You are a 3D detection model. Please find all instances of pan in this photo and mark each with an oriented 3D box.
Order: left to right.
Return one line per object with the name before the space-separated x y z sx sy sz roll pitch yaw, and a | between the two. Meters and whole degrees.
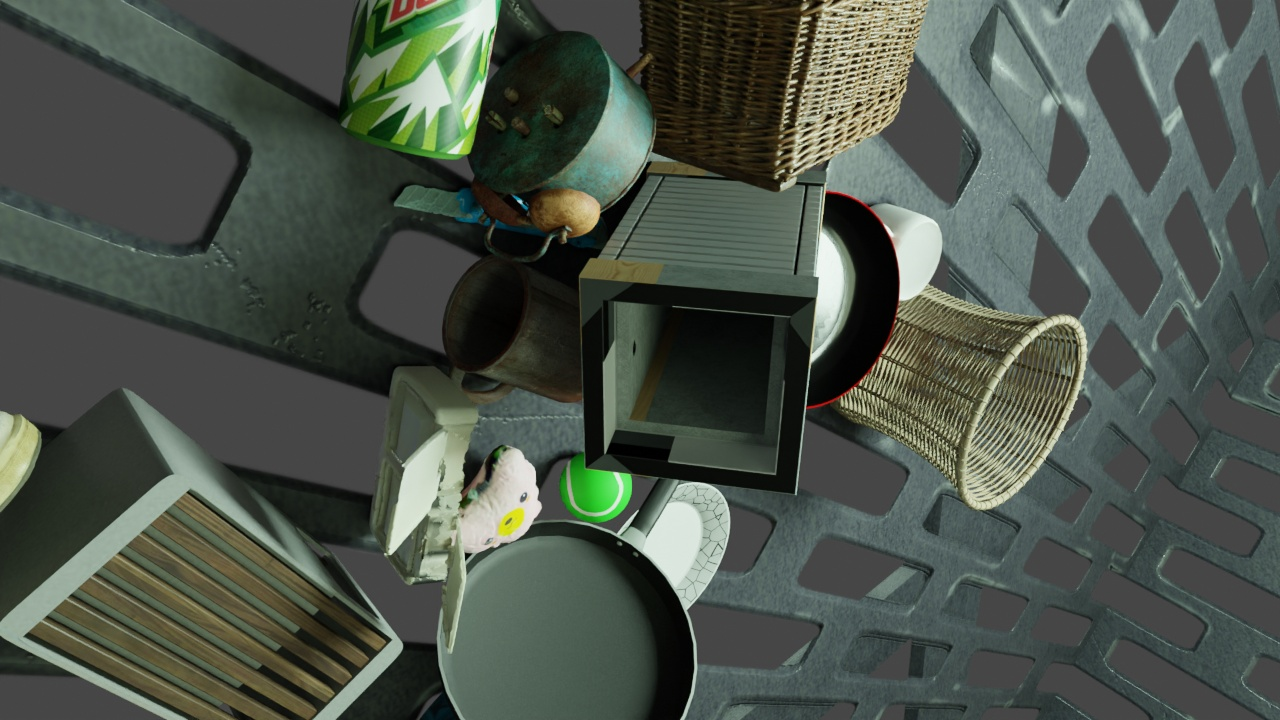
pan | -0.032 0.204 0.825 0.355 0.225 0.034 -54 176 -42
pan | 0.119 -0.106 0.850 0.208 0.067 0.356 -47 119 -10

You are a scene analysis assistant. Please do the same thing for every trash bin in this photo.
trash bin | -0.280 0.146 0.588 0.114 0.114 0.229 -45 136 -15
trash bin | 0.056 -0.040 0.681 0.246 0.142 0.143 -67 161 -59

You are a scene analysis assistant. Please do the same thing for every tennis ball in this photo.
tennis ball | -0.040 0.113 0.827 0.065 0.065 0.065 -21 126 -33

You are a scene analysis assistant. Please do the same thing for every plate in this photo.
plate | 0.020 0.210 0.974 0.188 0.016 0.189 -21 126 -33

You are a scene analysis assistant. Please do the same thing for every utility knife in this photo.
utility knife | -0.096 -0.108 0.689 0.195 0.015 0.031 3 106 -42

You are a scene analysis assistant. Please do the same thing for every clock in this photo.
clock | -0.064 -0.142 0.617 0.073 0.121 0.157 28 83 -52

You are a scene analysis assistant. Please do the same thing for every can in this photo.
can | -0.130 -0.202 0.552 0.082 0.083 0.144 -1 113 -42

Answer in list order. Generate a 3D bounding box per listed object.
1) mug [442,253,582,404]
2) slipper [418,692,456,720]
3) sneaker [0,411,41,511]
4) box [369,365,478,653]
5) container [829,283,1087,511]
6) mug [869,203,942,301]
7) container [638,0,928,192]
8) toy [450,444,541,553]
mug | -0.091 -0.009 0.700 0.110 0.096 0.123 26 114 -43
slipper | -0.109 0.283 0.823 0.294 0.118 0.060 -39 129 -21
sneaker | -0.429 0.080 0.444 0.241 0.089 0.102 -35 124 -18
box | -0.152 0.094 0.638 0.065 0.185 0.145 8 105 -17
container | 0.349 0.022 1.037 0.226 0.196 0.227 -21 126 -33
mug | 0.260 -0.120 0.969 0.094 0.068 0.115 -57 137 -2
container | 0.111 -0.245 0.668 0.249 0.162 0.183 -35 139 -43
toy | -0.121 0.125 0.770 0.102 0.050 0.093 -49 140 -6
